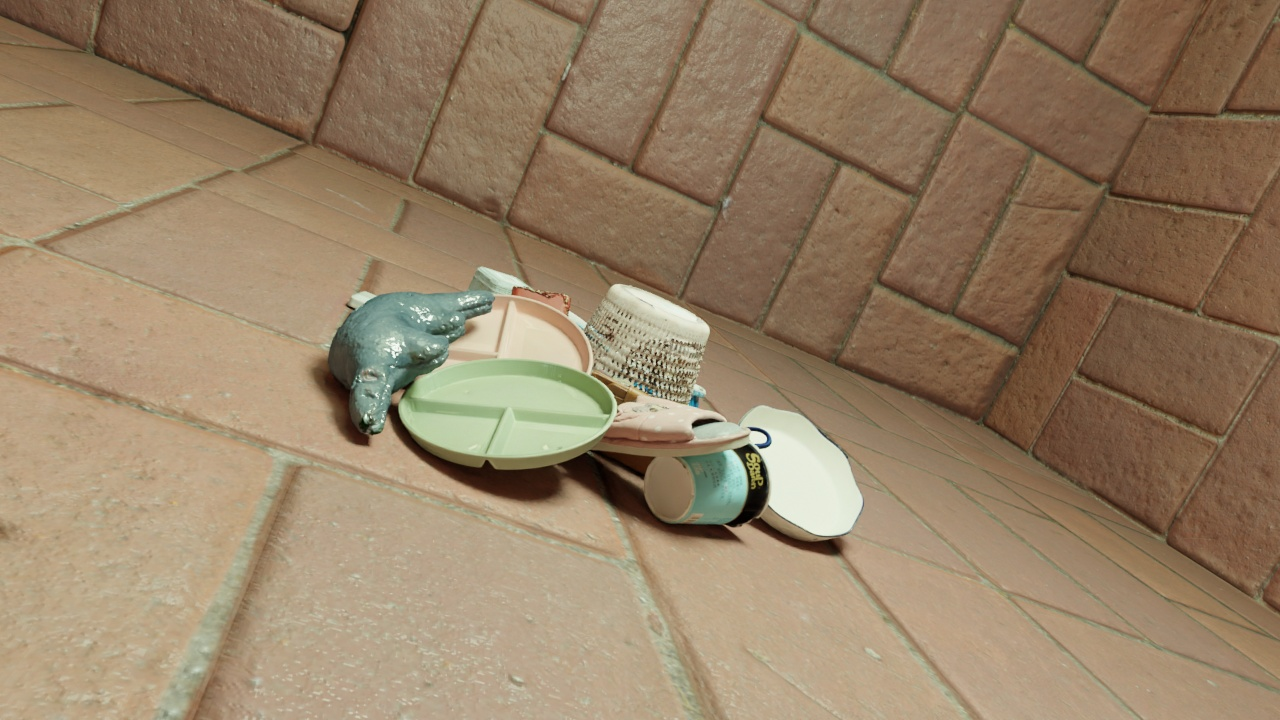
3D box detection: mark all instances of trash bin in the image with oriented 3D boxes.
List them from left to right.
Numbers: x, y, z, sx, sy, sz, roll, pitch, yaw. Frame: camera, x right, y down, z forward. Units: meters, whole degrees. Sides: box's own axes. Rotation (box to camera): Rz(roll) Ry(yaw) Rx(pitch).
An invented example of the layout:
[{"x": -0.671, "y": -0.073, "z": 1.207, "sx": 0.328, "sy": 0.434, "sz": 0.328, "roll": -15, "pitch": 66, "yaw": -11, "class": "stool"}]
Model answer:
[{"x": -0.008, "y": 0.009, "z": 1.275, "sx": 0.227, "sy": 0.192, "sz": 0.227, "roll": 24, "pitch": 10, "yaw": -5, "class": "trash bin"}]

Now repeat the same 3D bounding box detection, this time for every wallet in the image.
[{"x": -0.015, "y": 0.081, "z": 1.137, "sx": 0.132, "sy": 0.108, "sz": 0.031, "roll": 27, "pitch": 30, "yaw": 10, "class": "wallet"}]

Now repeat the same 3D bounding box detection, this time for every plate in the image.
[{"x": -0.174, "y": -0.003, "z": 1.130, "sx": 0.229, "sy": 0.028, "sz": 0.229, "roll": 6, "pitch": 39, "yaw": -5, "class": "plate"}, {"x": -0.140, "y": 0.055, "z": 0.982, "sx": 0.230, "sy": 0.027, "sz": 0.229, "roll": 4, "pitch": 24, "yaw": -2, "class": "plate"}, {"x": 0.203, "y": 0.154, "z": 1.220, "sx": 0.204, "sy": 0.046, "sz": 0.204, "roll": 23, "pitch": 39, "yaw": -21, "class": "plate"}]

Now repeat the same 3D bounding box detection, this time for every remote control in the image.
[{"x": -0.355, "y": -0.066, "z": 1.321, "sx": 0.125, "sy": 0.024, "sz": 0.049, "roll": 24, "pitch": 11, "yaw": -5, "class": "remote control"}]

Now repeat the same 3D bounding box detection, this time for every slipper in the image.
[{"x": -0.003, "y": 0.072, "z": 1.046, "sx": 0.275, "sy": 0.054, "sz": 0.114, "roll": 0, "pitch": 6, "yaw": 32, "class": "slipper"}]

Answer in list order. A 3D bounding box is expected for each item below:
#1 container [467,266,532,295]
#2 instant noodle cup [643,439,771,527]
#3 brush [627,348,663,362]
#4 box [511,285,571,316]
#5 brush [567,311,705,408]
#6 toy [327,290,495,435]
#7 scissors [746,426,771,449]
[{"x": -0.224, "y": -0.076, "z": 1.420, "sx": 0.090, "sy": 0.111, "sz": 0.090, "roll": 16, "pitch": 14, "yaw": -40, "class": "container"}, {"x": 0.070, "y": 0.141, "z": 1.052, "sx": 0.120, "sy": 0.111, "sz": 0.111, "roll": 3, "pitch": 23, "yaw": -44, "class": "instant noodle cup"}, {"x": 0.018, "y": 0.028, "z": 1.565, "sx": 0.063, "sy": 0.073, "sz": 0.145, "roll": 22, "pitch": 12, "yaw": -20, "class": "brush"}, {"x": -0.148, "y": -0.048, "z": 1.307, "sx": 0.091, "sy": 0.076, "sz": 0.169, "roll": 11, "pitch": -22, "yaw": -8, "class": "box"}, {"x": -0.035, "y": 0.009, "z": 1.432, "sx": 0.314, "sy": 0.109, "sz": 0.060, "roll": 22, "pitch": 13, "yaw": -15, "class": "brush"}, {"x": -0.269, "y": -0.017, "z": 1.018, "sx": 0.138, "sy": 0.091, "sz": 0.355, "roll": 8, "pitch": 25, "yaw": 5, "class": "toy"}, {"x": 0.088, "y": 0.126, "z": 1.156, "sx": 0.175, "sy": 0.162, "sz": 0.012, "roll": 61, "pitch": 0, "yaw": 32, "class": "scissors"}]
